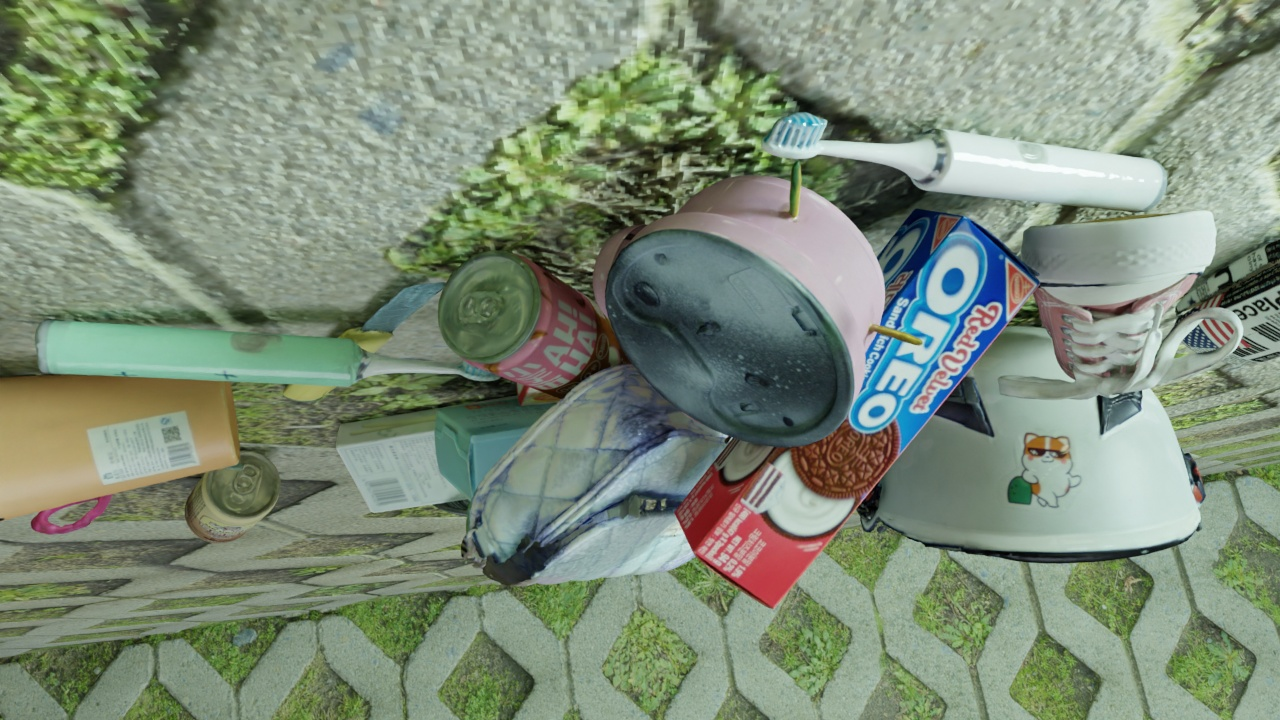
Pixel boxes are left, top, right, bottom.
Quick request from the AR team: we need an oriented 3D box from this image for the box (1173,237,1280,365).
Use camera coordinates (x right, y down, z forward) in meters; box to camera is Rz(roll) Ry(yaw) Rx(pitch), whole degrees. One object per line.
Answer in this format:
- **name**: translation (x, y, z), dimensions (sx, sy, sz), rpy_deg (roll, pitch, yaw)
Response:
- **box**: translation (0.428, -0.035, 0.620), dimensions (0.075, 0.083, 0.163), rpy_deg (-1, 166, -5)

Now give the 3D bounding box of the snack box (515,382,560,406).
- **snack box**: translation (-0.004, 0.004, 0.620), dimensions (0.152, 0.025, 0.075), rpy_deg (-4, 163, -17)

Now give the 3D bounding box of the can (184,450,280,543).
- **can**: translation (-0.339, 0.114, 0.761), dimensions (0.058, 0.058, 0.117), rpy_deg (2, 161, -33)

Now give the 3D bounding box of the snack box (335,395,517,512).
- **snack box**: translation (-0.147, 0.074, 0.716), dimensions (0.157, 0.026, 0.085), rpy_deg (-9, 134, 1)

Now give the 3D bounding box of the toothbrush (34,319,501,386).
- **toothbrush**: translation (-0.181, 0.000, 0.474), dimensions (0.224, 0.026, 0.027), rpy_deg (4, 136, -21)

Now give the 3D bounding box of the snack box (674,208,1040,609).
- **snack box**: translation (0.103, 0.021, 0.458), dimensions (0.057, 0.207, 0.058), rpy_deg (37, -175, -13)

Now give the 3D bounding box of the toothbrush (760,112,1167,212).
- **toothbrush**: translation (0.147, -0.085, 0.398), dimensions (0.220, 0.026, 0.026), rpy_deg (0, 139, -26)

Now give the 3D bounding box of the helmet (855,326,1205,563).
- **helmet**: translation (0.274, 0.051, 0.675), dimensions (0.230, 0.157, 0.274), rpy_deg (-3, 176, 15)

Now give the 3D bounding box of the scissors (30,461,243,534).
- **scissors**: translation (-0.312, 0.062, 0.556), dimensions (0.133, 0.130, 0.017), rpy_deg (7, 127, -6)

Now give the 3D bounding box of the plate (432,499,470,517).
- **plate**: translation (-0.096, 0.110, 0.798), dimensions (0.179, 0.024, 0.179), rpy_deg (-4, -168, 1)

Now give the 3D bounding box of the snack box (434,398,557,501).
- **snack box**: translation (-0.051, 0.055, 0.649), dimensions (0.174, 0.052, 0.074), rpy_deg (-6, -166, -29)

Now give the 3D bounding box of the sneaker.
- **sneaker**: translation (0.258, -0.023, 0.507), dimensions (0.118, 0.088, 0.240), rpy_deg (-4, 174, 22)

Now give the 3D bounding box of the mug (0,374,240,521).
- **mug**: translation (-0.293, 0.040, 0.511), dimensions (0.122, 0.078, 0.078), rpy_deg (-8, 165, -19)

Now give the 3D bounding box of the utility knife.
- **utility knife**: translation (-0.163, -0.004, 0.522), dimensions (0.030, 0.022, 0.221), rpy_deg (-1, 169, -37)

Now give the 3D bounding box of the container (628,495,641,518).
- **container**: translation (-0.063, 0.130, 0.916), dimensions (0.114, 0.090, 0.090), rpy_deg (-3, 163, -8)

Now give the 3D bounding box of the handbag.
- **handbag**: translation (0.000, 0.077, 0.545), dimensions (0.134, 0.075, 0.193), rpy_deg (-43, 153, 17)

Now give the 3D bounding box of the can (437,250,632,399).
- **can**: translation (-0.045, -0.011, 0.492), dimensions (0.058, 0.058, 0.147), rpy_deg (-15, 163, 19)

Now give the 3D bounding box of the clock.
- **clock**: translation (0.037, -0.020, 0.415), dimensions (0.159, 0.117, 0.059), rpy_deg (-18, -152, 51)
